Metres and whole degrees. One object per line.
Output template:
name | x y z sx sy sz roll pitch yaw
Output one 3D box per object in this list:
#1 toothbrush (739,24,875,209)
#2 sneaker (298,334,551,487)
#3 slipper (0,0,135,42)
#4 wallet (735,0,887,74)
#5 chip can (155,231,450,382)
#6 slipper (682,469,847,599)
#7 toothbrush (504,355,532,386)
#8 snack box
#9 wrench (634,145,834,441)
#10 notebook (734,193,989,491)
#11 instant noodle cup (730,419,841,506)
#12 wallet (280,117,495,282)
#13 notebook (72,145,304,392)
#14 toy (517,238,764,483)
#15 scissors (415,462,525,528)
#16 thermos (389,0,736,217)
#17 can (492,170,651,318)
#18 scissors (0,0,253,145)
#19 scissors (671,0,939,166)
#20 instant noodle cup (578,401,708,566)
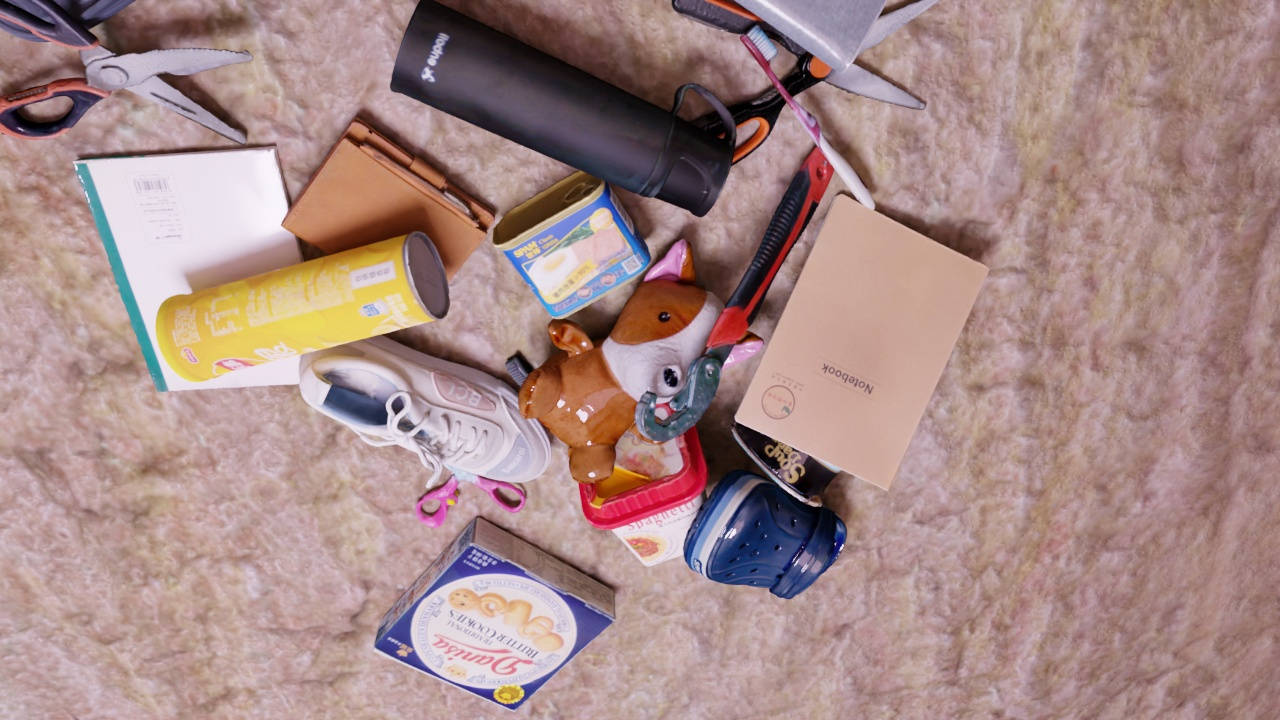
toothbrush | 0.134 -0.181 0.704 0.017 0.016 0.187 -42 122 8
sneaker | -0.175 0.050 0.781 0.242 0.090 0.090 29 109 -26
slipper | -0.326 -0.285 0.571 0.268 0.083 0.111 -30 122 14
wallet | 0.112 -0.277 0.627 0.129 0.037 0.106 30 91 -10
chip can | -0.259 -0.041 0.706 0.213 0.072 0.072 -14 122 11
slipper | 0.131 0.173 0.840 0.252 0.095 0.105 25 95 -54
toothbrush | -0.072 0.067 0.856 0.018 0.014 0.189 -20 123 18
snack box | -0.150 0.270 0.955 0.178 0.045 0.183 34 112 -23
wrench | 0.081 -0.052 0.719 0.056 0.016 0.273 40 79 -39
notebook | 0.186 -0.014 0.764 0.148 0.008 0.207 25 89 -6
instant noodle cup | 0.160 0.051 0.822 0.111 0.111 0.120 36 104 -24
wallet | -0.196 -0.111 0.720 0.131 0.031 0.108 32 113 -28
notebook | -0.347 -0.067 0.744 0.150 0.012 0.209 -4 122 -3
toy | -0.005 0.004 0.768 0.199 0.130 0.140 -36 113 4
scissors | -0.163 0.113 0.875 0.134 0.017 0.133 23 113 -16
thermos | -0.048 -0.188 0.663 0.242 0.068 0.090 20 94 -14
can | -0.053 -0.093 0.733 0.102 0.057 0.083 -28 123 11
scissors | -0.378 -0.203 0.623 0.223 0.015 0.189 -10 146 7
scissors | 0.112 -0.222 0.693 0.221 0.021 0.233 33 114 -29
instant noodle cup | 0.012 0.119 0.845 0.116 0.116 0.124 -21 133 7
